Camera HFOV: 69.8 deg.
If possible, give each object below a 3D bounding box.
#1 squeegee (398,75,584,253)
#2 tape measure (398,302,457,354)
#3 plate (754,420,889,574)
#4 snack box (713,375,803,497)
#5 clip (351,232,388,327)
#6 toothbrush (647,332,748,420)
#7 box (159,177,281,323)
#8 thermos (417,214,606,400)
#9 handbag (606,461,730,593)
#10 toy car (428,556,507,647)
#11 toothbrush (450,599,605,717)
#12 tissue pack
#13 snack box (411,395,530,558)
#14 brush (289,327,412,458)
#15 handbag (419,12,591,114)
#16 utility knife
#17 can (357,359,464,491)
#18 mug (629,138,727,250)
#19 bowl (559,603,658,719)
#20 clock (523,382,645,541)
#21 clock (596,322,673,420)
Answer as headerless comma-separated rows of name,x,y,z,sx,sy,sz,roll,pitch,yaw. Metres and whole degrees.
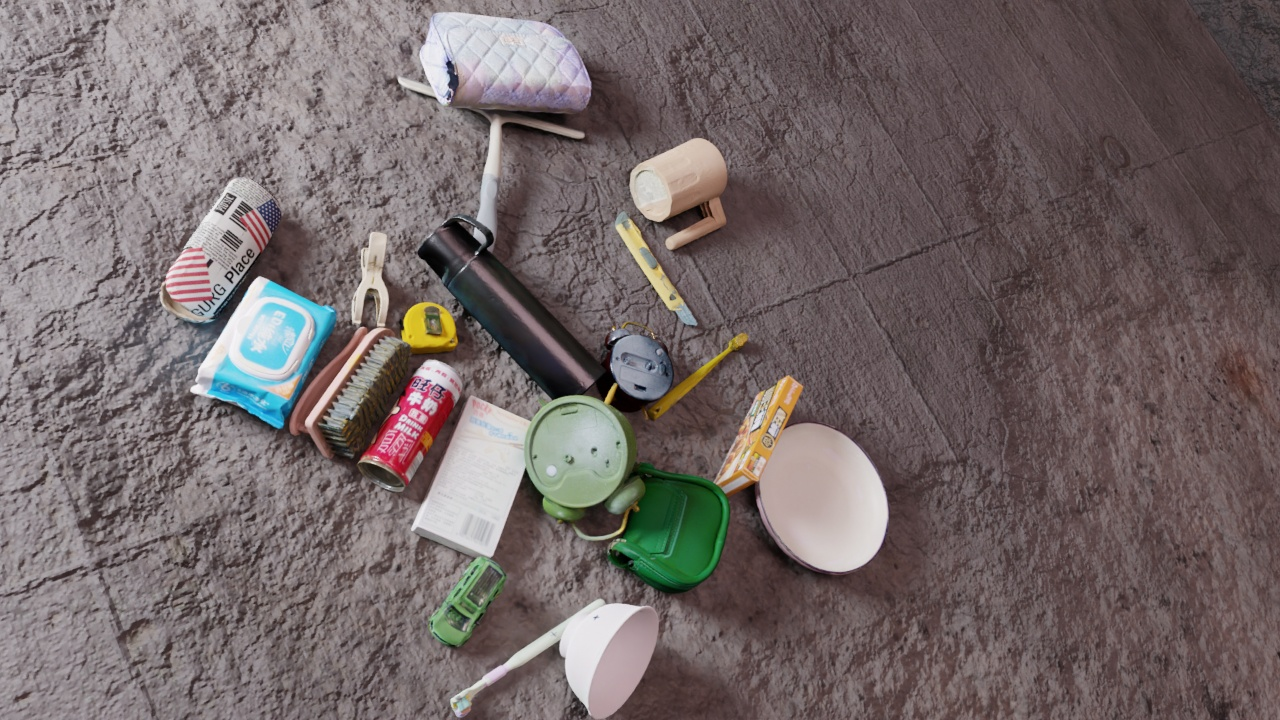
squeegee,-0.182,-0.224,1.110,0.246,0.039,0.246,12,62,-22
tape measure,-0.231,-0.036,1.001,0.060,0.029,0.057,-3,68,-29
plate,0.217,0.170,1.129,0.192,0.039,0.192,11,62,-22
snack box,0.141,0.091,1.104,0.026,0.075,0.153,37,55,-8
clip,-0.288,-0.084,0.986,0.034,0.060,0.097,8,75,-24
toothbrush,0.075,0.017,1.141,0.189,0.017,0.015,-38,87,-35
box,-0.412,-0.114,0.916,0.074,0.077,0.163,31,54,-18
thermos,-0.140,-0.057,1.021,0.242,0.090,0.068,46,42,-1
handbag,0.030,0.184,1.008,0.120,0.068,0.131,25,58,-14
toy car,-0.167,0.236,0.896,0.043,0.036,0.091,38,71,-8
toothbrush,-0.106,0.292,0.917,0.189,0.029,0.020,-28,41,-36
tissue pack,-0.364,-0.009,0.898,0.090,0.063,0.139,26,58,-15
snack box,-0.170,0.122,0.959,0.084,0.027,0.156,26,58,-14
brush,-0.290,0.024,0.926,0.073,0.063,0.145,13,55,14
handbag,-0.170,-0.371,1.152,0.193,0.076,0.134,-9,62,-33
utility knife,0.018,-0.115,1.180,0.030,0.019,0.178,-30,87,-28
can,-0.232,0.065,0.937,0.053,0.053,0.132,32,57,-11
mug,0.056,-0.219,1.214,0.103,0.084,0.125,-30,109,-33
bowl,-0.040,0.287,0.917,0.065,0.118,0.118,21,49,30
clock,-0.056,0.111,0.968,0.056,0.116,0.161,-1,80,-71
clock,-0.006,0.006,1.081,0.082,0.055,0.121,17,59,-19
